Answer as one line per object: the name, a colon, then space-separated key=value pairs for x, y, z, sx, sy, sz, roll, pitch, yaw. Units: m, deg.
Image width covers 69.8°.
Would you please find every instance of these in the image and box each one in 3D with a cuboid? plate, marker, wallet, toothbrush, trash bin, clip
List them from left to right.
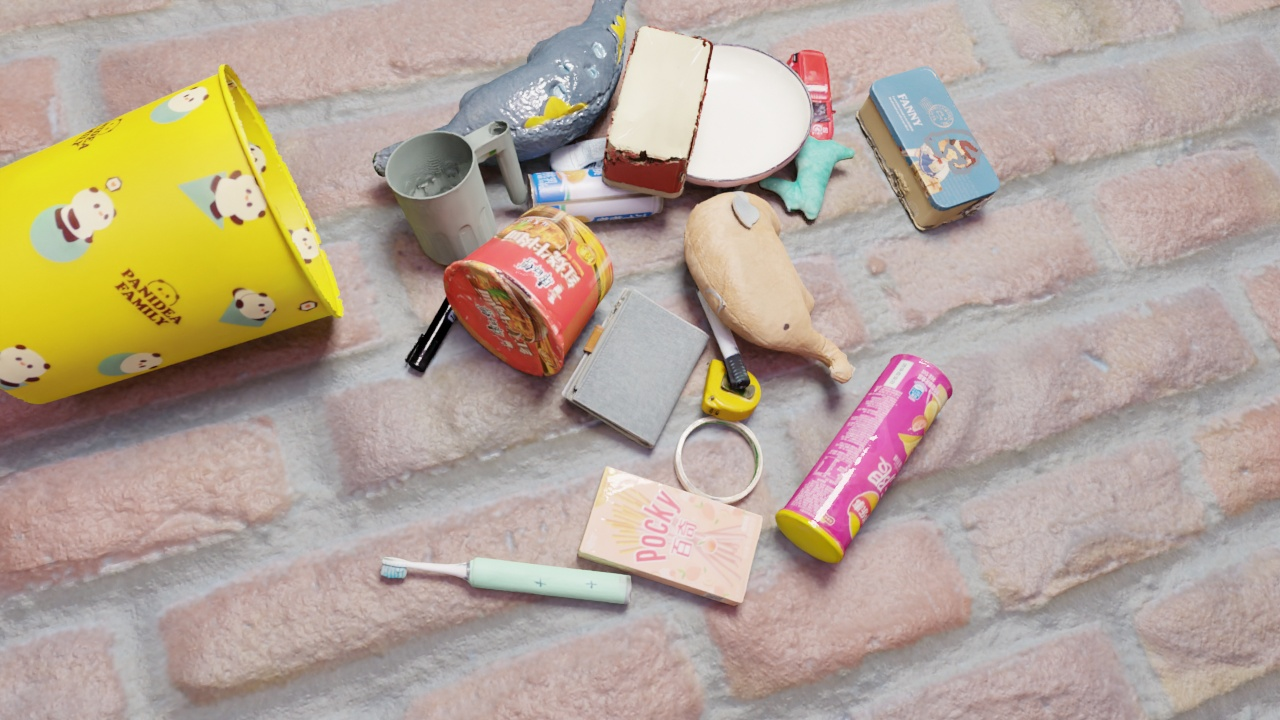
trash bin: x=-0.420 y=-0.095 z=0.778 sx=0.255 sy=0.230 sz=0.229 roll=-23 pitch=76 yaw=-9
marker: x=-0.188 y=-0.049 z=0.895 sx=0.022 sy=0.020 sz=0.131 roll=22 pitch=70 yaw=11
toothbrush: x=-0.118 y=0.192 z=0.817 sx=0.224 sy=0.026 sz=0.027 roll=8 pitch=92 yaw=-6
wallet: x=-0.005 y=0.005 z=0.895 sx=0.106 sy=0.037 sz=0.129 roll=31 pitch=70 yaw=-8
plate: x=0.086 y=-0.257 z=0.983 sx=0.192 sy=0.039 sz=0.192 roll=-1 pitch=62 yaw=2
marker: x=0.080 y=-0.027 z=0.908 sx=0.022 sy=0.018 sz=0.130 roll=-10 pitch=55 yaw=-13
clip: x=0.106 y=-0.189 z=0.985 sx=0.056 sy=0.025 sz=0.029 roll=-39 pitch=77 yaw=-14

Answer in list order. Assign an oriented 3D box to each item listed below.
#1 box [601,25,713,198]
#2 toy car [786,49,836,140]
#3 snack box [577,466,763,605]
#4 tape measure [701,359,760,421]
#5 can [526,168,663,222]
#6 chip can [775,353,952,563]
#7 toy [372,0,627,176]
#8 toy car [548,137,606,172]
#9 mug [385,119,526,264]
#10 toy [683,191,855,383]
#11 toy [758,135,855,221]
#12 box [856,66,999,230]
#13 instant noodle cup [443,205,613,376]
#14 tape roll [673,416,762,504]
box: x=0.017 y=-0.255 z=0.913 sx=0.091 sy=0.077 sz=0.168 roll=12 pitch=63 yaw=0
toy car: x=0.188 y=-0.291 z=1.022 sx=0.053 sy=0.045 sz=0.120 roll=1 pitch=73 yaw=-7
snack box: x=0.028 y=0.163 z=0.850 sx=0.157 sy=0.026 sz=0.084 roll=18 pitch=69 yaw=-2
tape measure: x=0.089 y=0.029 z=0.896 sx=0.057 sy=0.029 sz=0.059 roll=17 pitch=51 yaw=-3
can: x=-0.047 y=-0.169 z=0.939 sx=0.134 sy=0.053 sz=0.053 roll=-7 pitch=72 yaw=-11
chip can: x=0.217 y=0.090 z=0.879 sx=0.071 sy=0.071 sz=0.210 roll=39 pitch=70 yaw=6
toy: x=-0.108 y=-0.274 z=0.942 sx=0.355 sy=0.091 sz=0.138 roll=-41 pitch=62 yaw=-19
toy car: x=-0.052 y=-0.213 z=0.965 sx=0.090 sy=0.034 sz=0.043 roll=-11 pitch=76 yaw=-10
mug: x=-0.170 y=-0.162 z=0.880 sx=0.123 sy=0.103 sz=0.083 roll=-30 pitch=60 yaw=-12
toy: x=0.124 y=-0.066 z=0.907 sx=0.143 sy=0.083 sz=0.226 roll=-15 pitch=72 yaw=-36
toy: x=0.177 y=-0.198 z=0.988 sx=0.096 sy=0.030 sz=0.092 roll=14 pitch=87 yaw=-6
box: x=0.312 y=-0.239 z=1.014 sx=0.089 sy=0.060 sz=0.184 roll=-22 pitch=77 yaw=-16
instant noodle cup: x=-0.099 y=-0.070 z=0.862 sx=0.138 sy=0.138 sz=0.108 roll=36 pitch=61 yaw=5
tape roll: x=0.075 y=0.096 z=0.886 sx=0.085 sy=0.014 sz=0.085 roll=2 pitch=71 yaw=-7
